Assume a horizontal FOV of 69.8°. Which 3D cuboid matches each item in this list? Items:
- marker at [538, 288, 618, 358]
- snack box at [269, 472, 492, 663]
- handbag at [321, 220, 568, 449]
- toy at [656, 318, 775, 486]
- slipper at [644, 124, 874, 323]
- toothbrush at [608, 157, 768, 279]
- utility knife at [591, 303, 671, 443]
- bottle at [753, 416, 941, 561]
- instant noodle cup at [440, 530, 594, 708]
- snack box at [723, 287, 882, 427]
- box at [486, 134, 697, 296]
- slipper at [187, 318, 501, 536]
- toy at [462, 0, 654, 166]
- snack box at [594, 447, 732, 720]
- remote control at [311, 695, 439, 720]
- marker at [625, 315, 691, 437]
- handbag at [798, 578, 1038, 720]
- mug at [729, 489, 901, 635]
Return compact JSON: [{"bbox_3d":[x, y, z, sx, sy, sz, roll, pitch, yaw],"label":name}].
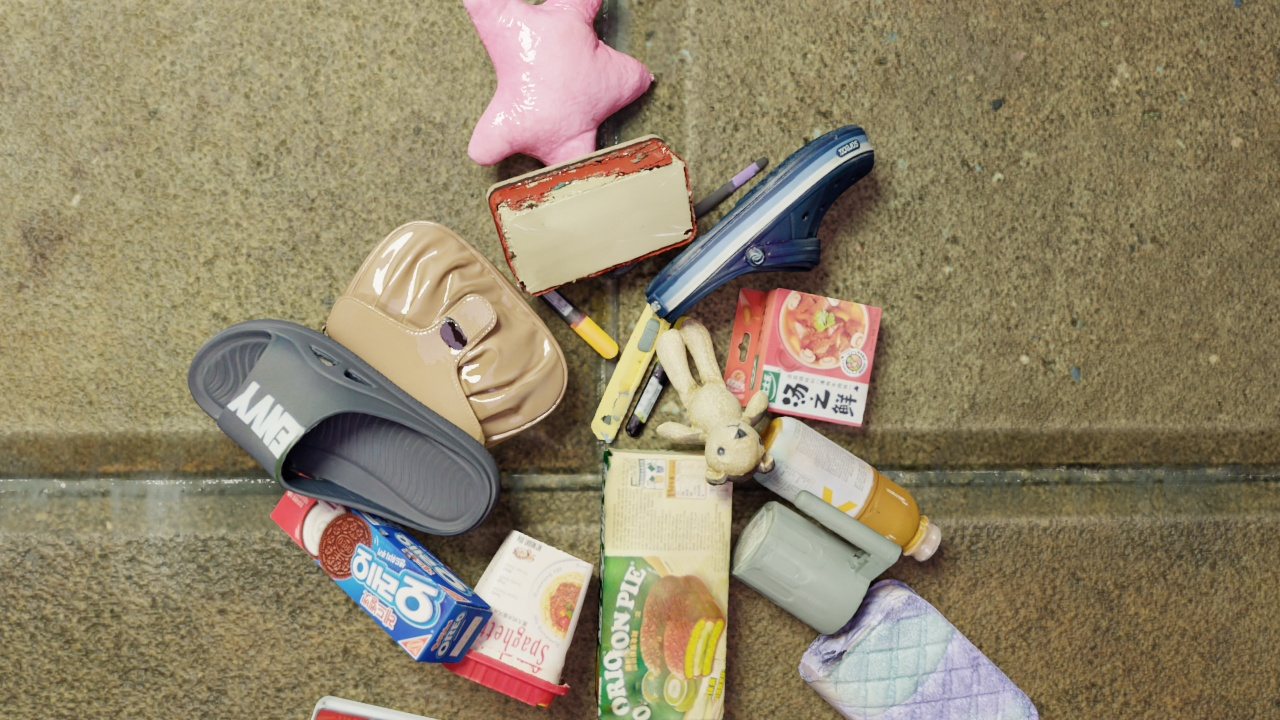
[{"bbox_3d":[-0.068,-0.046,0.842,0.124,0.015,0.018,43,84,-3],"label":"marker"},{"bbox_3d":[-0.215,0.164,0.753,0.207,0.057,0.058,32,85,29],"label":"snack box"},{"bbox_3d":[-0.163,-0.015,0.787,0.147,0.100,0.204,-44,96,-8],"label":"handbag"},{"bbox_3d":[0.062,0.034,0.803,0.105,0.066,0.157,-16,62,-15],"label":"toy"},{"bbox_3d":[0.119,-0.111,0.817,0.252,0.105,0.095,-39,96,-5],"label":"slipper"},{"bbox_3d":[0.046,-0.134,0.854,0.189,0.017,0.014,-38,95,-6],"label":"toothbrush"},{"bbox_3d":[-0.005,0.005,0.852,0.031,0.018,0.151,25,93,-1],"label":"utility knife"},{"bbox_3d":[0.191,0.123,0.848,0.189,0.068,0.068,32,87,-6],"label":"bottle"},{"bbox_3d":[-0.103,0.220,0.799,0.116,0.117,0.124,25,77,-7],"label":"instant noodle cup"},{"bbox_3d":[0.149,-0.004,0.853,0.127,0.044,0.113,10,90,-7],"label":"snack box"},{"bbox_3d":[-0.039,-0.124,0.790,0.168,0.079,0.091,-21,126,-10],"label":"box"},{"bbox_3d":[-0.236,0.058,0.720,0.268,0.083,0.111,29,99,-3],"label":"slipper"},{"bbox_3d":[-0.067,-0.238,0.810,0.178,0.075,0.195,-7,103,-21],"label":"toy"},{"bbox_3d":[0.020,0.200,0.832,0.114,0.063,0.240,1,91,-7],"label":"snack box"},{"bbox_3d":[-0.230,0.343,0.826,0.136,0.020,0.056,16,88,-7],"label":"remote control"},{"bbox_3d":[0.017,0.015,0.854,0.018,0.015,0.124,26,91,-13],"label":"marker"},{"bbox_3d":[0.261,0.308,0.858,0.194,0.075,0.134,44,90,-4],"label":"handbag"},{"bbox_3d":[0.154,0.175,0.825,0.103,0.083,0.124,32,128,-4],"label":"mug"}]
